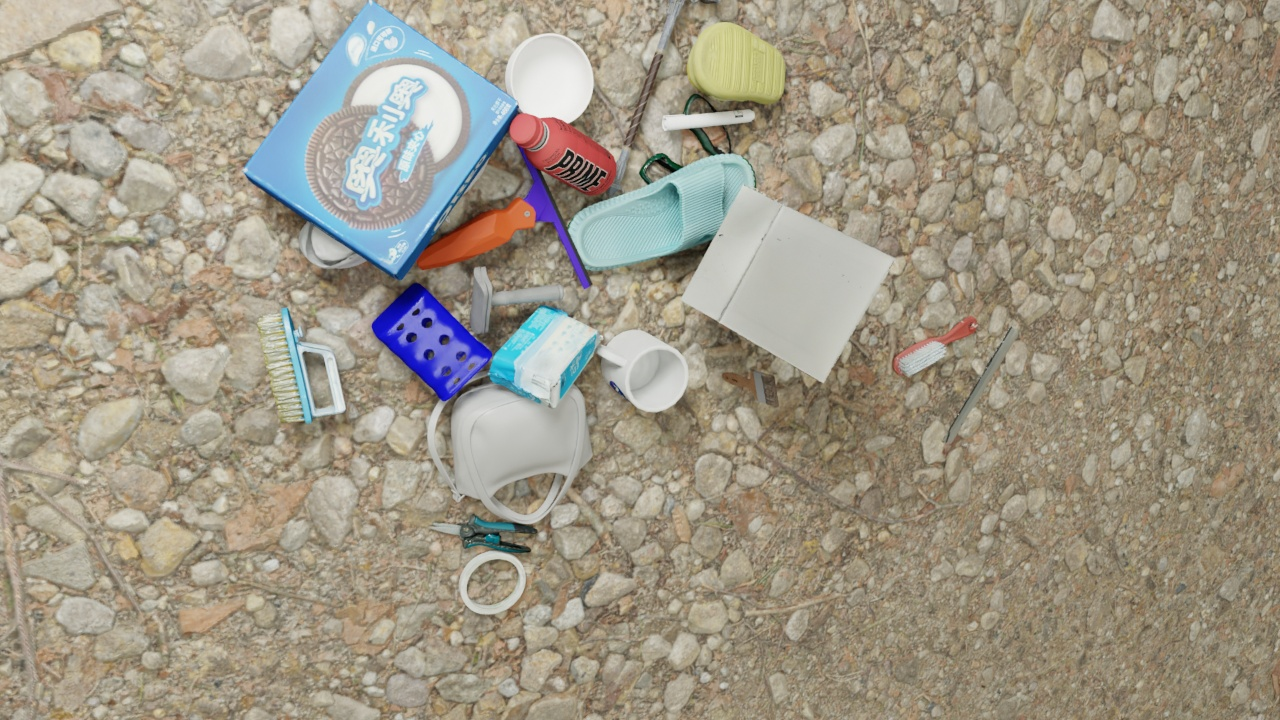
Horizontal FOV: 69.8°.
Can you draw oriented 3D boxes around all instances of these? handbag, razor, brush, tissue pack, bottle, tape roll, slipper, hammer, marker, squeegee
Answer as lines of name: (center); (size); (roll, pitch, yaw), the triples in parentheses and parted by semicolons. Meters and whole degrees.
handbag: (-0.169, 0.127, 1.219); (0.215, 0.095, 0.223); (-14, 123, -19)
razor: (-0.152, -0.080, 1.145); (0.116, 0.047, 0.088); (-8, 143, -21)
brush: (-0.396, 0.003, 1.074); (0.075, 0.055, 0.136); (-12, 110, -16)
tissue pack: (-0.116, -0.006, 1.152); (0.144, 0.093, 0.062); (-54, 160, -39)
bottle: (-0.093, -0.246, 1.081); (0.176, 0.062, 0.062); (13, 102, -64)
tape roll: (-0.205, 0.309, 1.276); (0.093, 0.013, 0.093); (-7, 109, -22)
brush: (0.482, -0.023, 1.474); (0.172, 0.030, 0.041); (-28, 115, -15)
slipper: (0.115, -0.376, 1.180); (0.190, 0.082, 0.092); (-8, 103, -49)
slipper: (0.036, -0.185, 1.196); (0.276, 0.069, 0.116); (-21, 121, -13)
slipper: (-0.278, -0.188, 1.059); (0.246, 0.074, 0.112); (-39, 107, -6)
brush: (0.150, 0.033, 1.278); (0.008, 0.143, 0.045); (-16, 103, -21)
hammer: (0.015, -0.363, 1.160); (0.098, 0.044, 0.322); (15, 101, -27)
marker: (0.090, -0.317, 1.202); (0.133, 0.017, 0.020); (-12, 71, -22)
squeegee: (-0.188, -0.158, 1.120); (0.184, 0.055, 0.250); (-26, 113, -4)

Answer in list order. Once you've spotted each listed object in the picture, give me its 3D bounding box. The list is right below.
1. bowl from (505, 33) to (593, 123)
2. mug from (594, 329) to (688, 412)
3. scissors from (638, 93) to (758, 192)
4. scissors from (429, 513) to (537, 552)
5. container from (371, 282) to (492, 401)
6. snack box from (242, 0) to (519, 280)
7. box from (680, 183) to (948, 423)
bowl: (-0.113, -0.336, 1.100); (0.104, 0.054, 0.105); (-7, 110, -21)
mug: (-0.007, 0.007, 1.230); (0.121, 0.090, 0.091); (25, 94, -28)
scissors: (0.108, -0.272, 1.241); (0.209, 0.015, 0.155); (16, 97, -27)
scissors: (-0.211, 0.242, 1.251); (0.128, 0.019, 0.139); (-32, 114, -12)
container: (-0.255, -0.024, 1.113); (0.084, 0.085, 0.113); (-45, 117, -7)
snack box: (-0.278, -0.239, 1.003); (0.195, 0.056, 0.238); (34, 84, -4)
box: (0.181, -0.082, 1.048); (0.148, 0.506, 0.167); (24, 100, -24)
